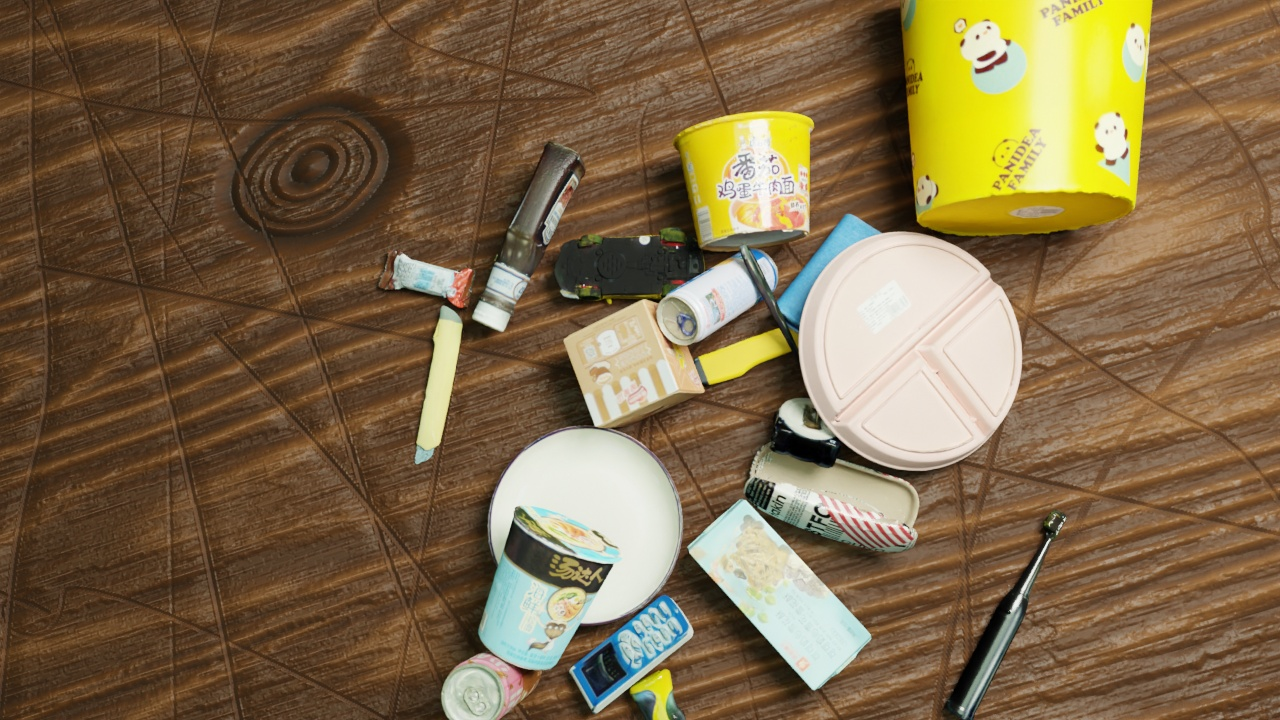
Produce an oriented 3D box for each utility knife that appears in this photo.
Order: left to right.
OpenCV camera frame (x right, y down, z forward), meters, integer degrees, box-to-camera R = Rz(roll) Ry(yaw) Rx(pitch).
[{"bbox_3d":[-0.212,0.026,0.958,0.031,0.018,0.167,9,81,13],"label":"utility knife"},{"bbox_3d":[0.146,-0.018,0.920,0.209,0.015,0.033,-20,81,0],"label":"utility knife"}]

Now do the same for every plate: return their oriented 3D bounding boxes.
[{"bbox_3d":[-0.053,0.162,0.906,0.192,0.039,0.192,-1,81,7],"label":"plate"},{"bbox_3d":[0.260,-0.012,0.862,0.229,0.028,0.229,1,83,-12],"label":"plate"}]

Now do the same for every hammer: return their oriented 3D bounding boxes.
[{"bbox_3d":[0.078,0.446,0.849,0.126,0.032,0.323,-29,79,1],"label":"hammer"}]

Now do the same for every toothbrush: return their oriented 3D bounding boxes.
[{"bbox_3d":[0.140,-0.033,0.885,0.015,0.018,0.181,-40,107,-35],"label":"toothbrush"},{"bbox_3d":[0.343,0.234,0.852,0.027,0.026,0.212,31,85,-28],"label":"toothbrush"}]

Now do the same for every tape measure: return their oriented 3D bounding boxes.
[{"bbox_3d":[0.160,0.066,0.879,0.066,0.065,0.034,16,126,4],"label":"tape measure"}]

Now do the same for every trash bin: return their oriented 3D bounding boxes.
[{"bbox_3d":[0.347,-0.257,0.836,0.230,0.229,0.255,1,86,7],"label":"trash bin"}]

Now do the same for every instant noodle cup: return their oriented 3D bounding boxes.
[{"bbox_3d":[-0.088,0.210,0.835,0.111,0.111,0.120,23,93,10],"label":"instant noodle cup"},{"bbox_3d":[0.106,-0.169,0.895,0.138,0.138,0.110,-7,88,6],"label":"instant noodle cup"}]

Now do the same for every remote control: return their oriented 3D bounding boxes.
[{"bbox_3d":[-0.008,0.282,0.884,0.125,0.024,0.049,-38,53,-1],"label":"remote control"}]

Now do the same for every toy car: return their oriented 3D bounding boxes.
[{"bbox_3d":[-0.011,-0.095,0.939,0.156,0.041,0.071,-2,81,5],"label":"toy car"}]

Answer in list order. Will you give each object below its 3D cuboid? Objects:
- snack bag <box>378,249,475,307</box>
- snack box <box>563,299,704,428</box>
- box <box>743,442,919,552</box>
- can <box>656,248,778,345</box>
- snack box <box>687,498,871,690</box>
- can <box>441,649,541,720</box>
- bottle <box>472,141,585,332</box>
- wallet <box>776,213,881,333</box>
[{"bbox_3d":[-0.226,-0.087,0.972,0.105,0.026,0.045,15,91,10],"label":"snack bag"},{"bbox_3d":[-0.005,0.005,0.894,0.093,0.077,0.094,-25,78,20],"label":"snack box"},{"bbox_3d":[0.183,0.125,0.873,0.163,0.076,0.087,15,56,11],"label":"box"},{"bbox_3d":[0.075,-0.062,0.879,0.053,0.053,0.134,47,47,11],"label":"can"},{"bbox_3d":[0.130,0.218,0.868,0.074,0.051,0.175,-43,78,-2],"label":"snack box"},{"bbox_3d":[-0.133,0.294,0.840,0.058,0.147,0.058,-1,81,6],"label":"can"},{"bbox_3d":[-0.115,-0.123,0.937,0.044,0.080,0.195,25,87,4],"label":"bottle"},{"bbox_3d":[0.208,-0.069,0.904,0.106,0.040,0.133,37,79,14],"label":"wallet"}]
